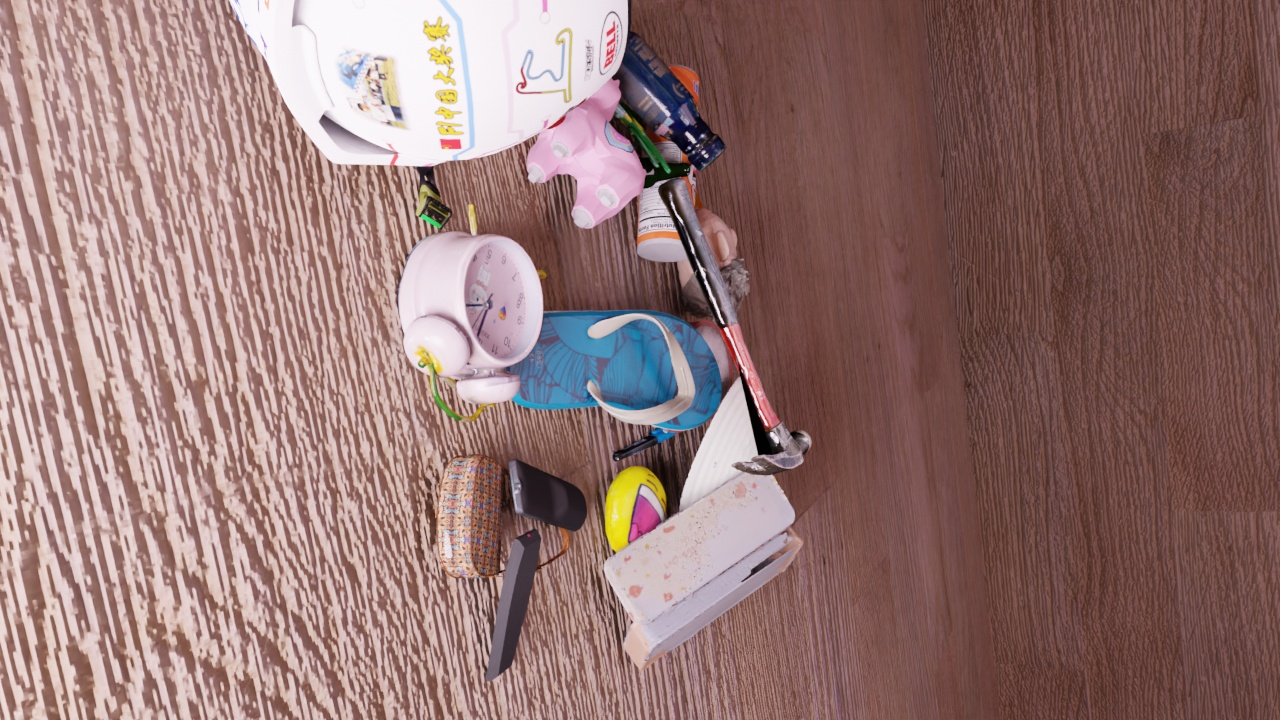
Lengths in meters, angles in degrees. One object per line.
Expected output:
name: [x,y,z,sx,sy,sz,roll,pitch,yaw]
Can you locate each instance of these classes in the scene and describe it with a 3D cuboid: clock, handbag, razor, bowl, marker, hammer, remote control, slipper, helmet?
clock: [-0.131,-0.029,0.712,0.117,0.059,0.157,45,49,-49]
handbag: [-0.110,0.138,0.765,0.195,0.043,0.093,38,50,-64]
razor: [-0.164,-0.177,0.714,0.044,0.021,0.144,25,64,-77]
bowl: [0.111,0.110,1.031,0.176,0.071,0.178,-59,164,-28]
marker: [0.005,0.087,0.980,0.122,0.018,0.015,-18,97,-59]
hammer: [0.088,-0.034,0.952,0.140,0.036,0.326,-22,90,-59]
clock: [0.040,0.019,1.008,0.156,0.062,0.110,-38,119,-50]
remote control: [-0.078,0.117,0.787,0.140,0.021,0.045,44,32,-68]
slipper: [-0.005,0.005,0.869,0.294,0.060,0.118,6,82,-46]
remote control: [-0.102,0.197,0.735,0.039,0.010,0.125,-14,119,-68]
helmet: [-0.136,-0.267,0.565,0.231,0.236,0.313,98,-15,-57]

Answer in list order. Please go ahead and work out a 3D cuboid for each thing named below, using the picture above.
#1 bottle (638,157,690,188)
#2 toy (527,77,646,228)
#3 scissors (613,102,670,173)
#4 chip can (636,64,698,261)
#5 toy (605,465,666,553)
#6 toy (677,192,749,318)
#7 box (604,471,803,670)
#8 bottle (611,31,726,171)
bottle: [0.001,-0.194,0.950,0.122,0.033,0.033,-13,98,-35]
toy: [-0.044,-0.207,0.868,0.123,0.067,0.157,42,45,-17]
scissors: [-0.008,-0.238,0.942,0.078,0.013,0.132,29,26,-43]
chip can: [0.031,-0.220,1.025,0.062,0.062,0.210,23,66,-58]
toy: [-0.006,0.153,0.928,0.095,0.041,0.094,60,43,-39]
toy: [0.079,-0.125,1.068,0.076,0.133,0.176,-17,83,-18]
box: [0.062,0.207,0.944,0.216,0.094,0.121,-26,147,-29]
bottle: [0.025,-0.271,0.968,0.161,0.056,0.056,47,39,-7]
